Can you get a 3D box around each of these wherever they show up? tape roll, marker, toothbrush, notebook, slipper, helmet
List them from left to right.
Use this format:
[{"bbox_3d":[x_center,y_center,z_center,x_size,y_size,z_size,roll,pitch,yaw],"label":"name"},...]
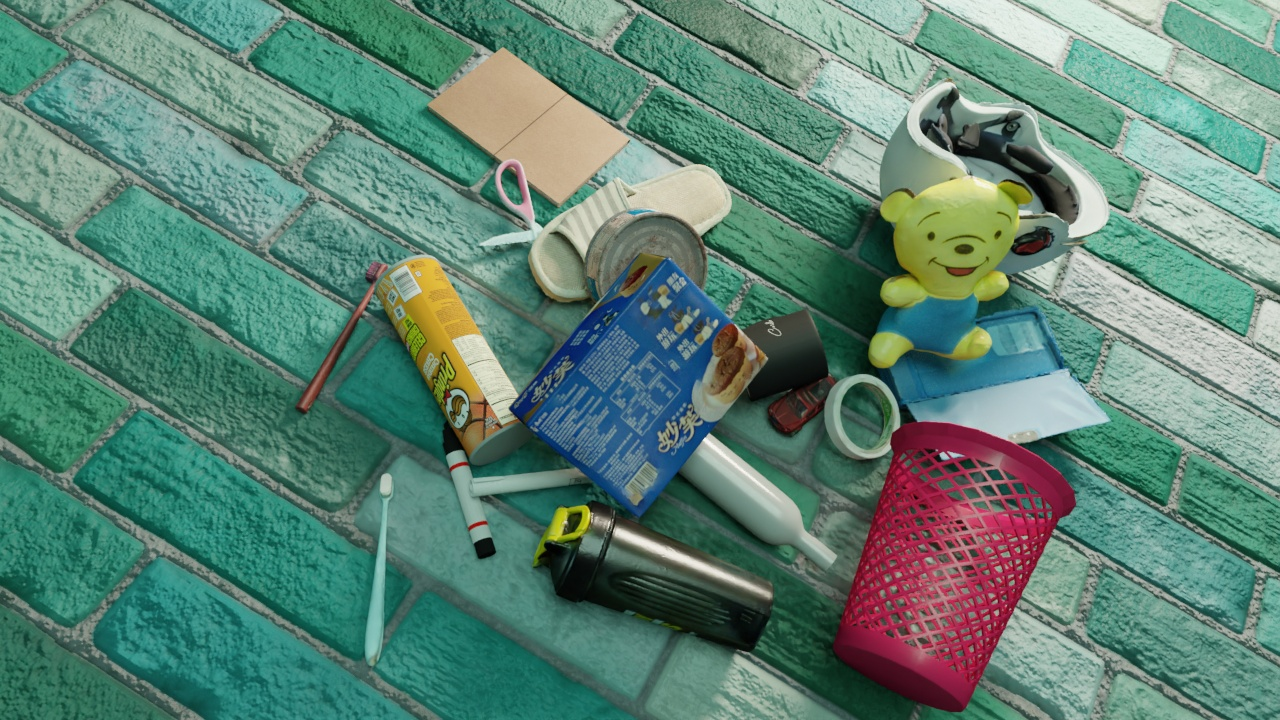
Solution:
[{"bbox_3d":[-0.313,-0.028,0.962,0.016,0.016,0.189,19,61,3],"label":"toothbrush"},{"bbox_3d":[-0.245,0.194,0.863,0.016,0.017,0.180,3,64,-11],"label":"toothbrush"},{"bbox_3d":[-0.173,0.125,0.910,0.019,0.019,0.145,-15,67,-18],"label":"marker"},{"bbox_3d":[-0.137,-0.293,1.136,0.209,0.008,0.141,38,62,9],"label":"notebook"},{"bbox_3d":[-0.104,0.119,0.915,0.133,0.020,0.017,-4,40,-24],"label":"marker"},{"bbox_3d":[-0.005,-0.156,1.061,0.272,0.054,0.114,-31,81,-25],"label":"slipper"},{"bbox_3d":[0.244,0.062,1.007,0.093,0.018,0.093,6,78,-28],"label":"tape roll"},{"bbox_3d":[0.409,-0.195,1.108,0.264,0.164,0.236,16,49,-12],"label":"helmet"}]

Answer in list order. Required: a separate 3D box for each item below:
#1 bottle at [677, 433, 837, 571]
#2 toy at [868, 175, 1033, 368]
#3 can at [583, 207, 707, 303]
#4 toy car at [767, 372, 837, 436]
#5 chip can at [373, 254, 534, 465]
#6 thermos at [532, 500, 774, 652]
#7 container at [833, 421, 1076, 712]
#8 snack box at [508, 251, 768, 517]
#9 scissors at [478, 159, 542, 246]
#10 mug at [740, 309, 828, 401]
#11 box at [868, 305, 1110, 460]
[{"bbox_3d":[0.116,0.144,0.939,0.195,0.053,0.052,39,63,9],"label":"bottle"},{"bbox_3d":[0.325,-0.099,0.991,0.149,0.214,0.084,-1,28,-6],"label":"toy"},{"bbox_3d":[0.006,-0.099,1.002,0.129,0.044,0.130,-7,109,-22],"label":"can"},{"bbox_3d":[0.181,0.046,1.014,0.091,0.036,0.042,-35,76,-19],"label":"toy car"},{"bbox_3d":[-0.191,-0.002,0.939,0.075,0.075,0.215,-26,71,-22],"label":"chip can"},{"bbox_3d":[0.012,0.203,0.867,0.221,0.098,0.098,22,61,-4],"label":"thermos"},{"bbox_3d":[0.289,0.203,0.886,0.183,0.183,0.225,29,69,4],"label":"container"},{"bbox_3d":[0.000,0.022,0.888,0.155,0.069,0.202,42,83,-24],"label":"snack box"},{"bbox_3d":[-0.107,-0.160,1.063,0.172,0.013,0.170,-10,72,-22],"label":"scissors"},{"bbox_3d":[0.148,-0.014,1.008,0.088,0.078,0.113,-18,29,3],"label":"mug"},{"bbox_3d":[0.399,0.028,1.060,0.231,0.048,0.176,-9,58,-16],"label":"box"}]
